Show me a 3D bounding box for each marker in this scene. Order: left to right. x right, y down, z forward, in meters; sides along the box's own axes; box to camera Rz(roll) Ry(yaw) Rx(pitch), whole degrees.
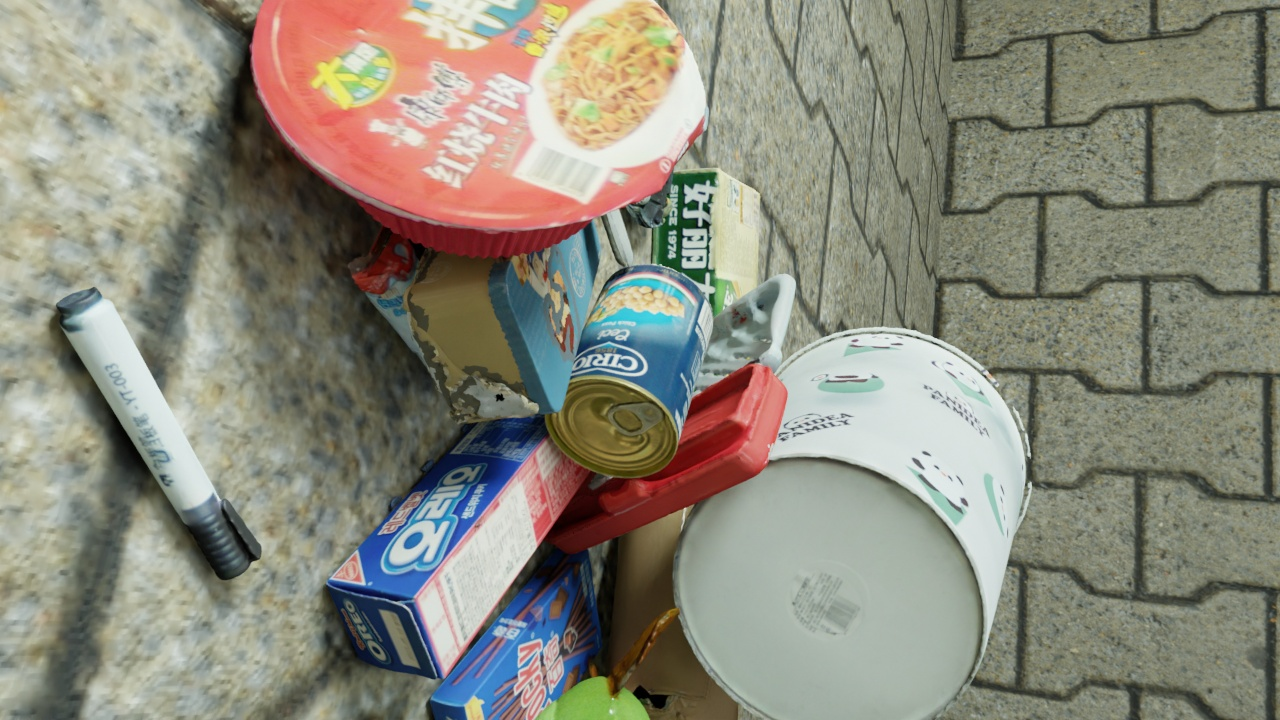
[{"bbox_3d":[-0.179,0.032,0.349,0.022,0.018,0.131,-22,122,-16],"label":"marker"}]

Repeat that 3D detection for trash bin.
[{"bbox_3d":[0.148,0.112,0.639,0.251,0.230,0.230,-29,118,-64],"label":"trash bin"}]

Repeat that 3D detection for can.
[{"bbox_3d":[-0.003,0.003,0.537,0.110,0.075,0.075,-69,150,-47],"label":"can"}]

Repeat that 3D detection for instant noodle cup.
[{"bbox_3d":[-0.072,-0.116,0.422,0.066,0.194,0.193,110,0,-55],"label":"instant noodle cup"}]

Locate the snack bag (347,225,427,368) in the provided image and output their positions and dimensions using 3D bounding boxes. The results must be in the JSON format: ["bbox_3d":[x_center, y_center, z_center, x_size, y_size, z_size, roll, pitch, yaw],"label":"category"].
[{"bbox_3d":[-0.116,-0.027,0.474,0.105,0.026,0.045,65,30,-49],"label":"snack bag"}]

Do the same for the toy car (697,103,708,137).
[{"bbox_3d":[0.030,-0.219,0.771,0.090,0.034,0.043,33,66,-60],"label":"toy car"}]

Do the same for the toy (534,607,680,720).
[{"bbox_3d":[-0.037,0.265,0.535,0.226,0.090,0.247,-71,176,-59],"label":"toy"}]

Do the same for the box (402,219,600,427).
[{"bbox_3d":[-0.067,-0.051,0.503,0.183,0.060,0.090,-79,157,-49],"label":"box"}]

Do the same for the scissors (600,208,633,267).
[{"bbox_3d":[-0.036,-0.133,0.525,0.139,0.019,0.180,12,63,-76],"label":"scissors"}]

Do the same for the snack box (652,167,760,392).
[{"bbox_3d":[0.059,-0.040,0.812,0.114,0.063,0.240,-2,94,-65],"label":"snack box"}]

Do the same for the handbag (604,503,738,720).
[{"bbox_3d":[0.025,0.199,0.709,0.148,0.100,0.204,58,31,-50],"label":"handbag"}]

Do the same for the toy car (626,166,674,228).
[{"bbox_3d":[0.008,-0.157,0.726,0.049,0.031,0.105,10,87,-61],"label":"toy car"}]

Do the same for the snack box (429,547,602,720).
[{"bbox_3d":[-0.072,0.197,0.586,0.156,0.026,0.085,-45,134,-56],"label":"snack box"}]

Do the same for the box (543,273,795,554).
[{"bbox_3d":[0.021,0.038,0.600,0.038,0.202,0.157,41,47,-16],"label":"box"}]

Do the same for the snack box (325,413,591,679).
[{"bbox_3d":[-0.085,0.080,0.514,0.206,0.057,0.058,-53,140,-52],"label":"snack box"}]
